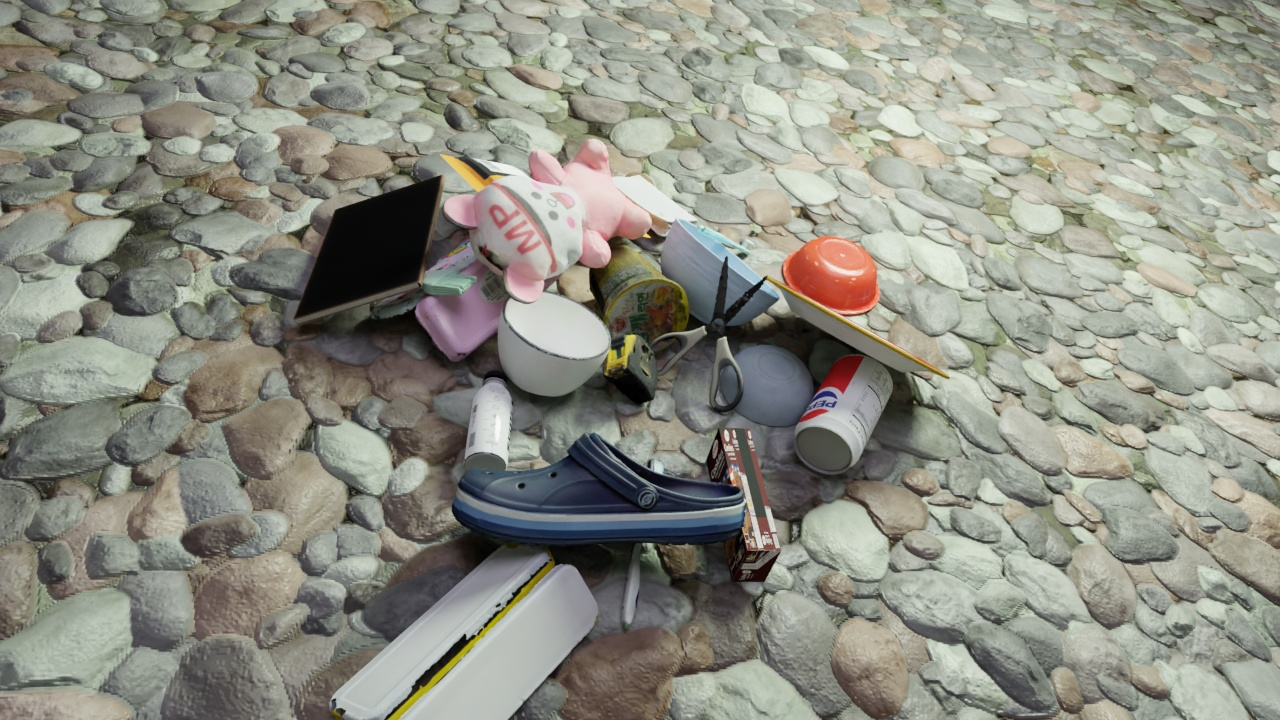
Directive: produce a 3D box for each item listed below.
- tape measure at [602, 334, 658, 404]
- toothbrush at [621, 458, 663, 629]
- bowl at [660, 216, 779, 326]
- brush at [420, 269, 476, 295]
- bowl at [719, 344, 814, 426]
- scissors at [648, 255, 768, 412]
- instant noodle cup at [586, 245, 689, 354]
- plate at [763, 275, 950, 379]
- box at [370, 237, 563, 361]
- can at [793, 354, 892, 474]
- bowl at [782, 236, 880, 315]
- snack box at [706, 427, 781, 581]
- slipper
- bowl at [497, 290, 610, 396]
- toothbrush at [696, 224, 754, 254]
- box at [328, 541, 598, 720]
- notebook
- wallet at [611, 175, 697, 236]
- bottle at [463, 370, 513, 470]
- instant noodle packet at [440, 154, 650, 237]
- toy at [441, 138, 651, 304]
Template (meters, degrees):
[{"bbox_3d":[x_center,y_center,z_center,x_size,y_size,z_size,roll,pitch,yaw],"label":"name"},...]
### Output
[{"bbox_3d":[-0.006,0.006,0.959,0.038,0.067,0.062,-20,45,25],"label":"tape measure"},{"bbox_3d":[0.003,0.162,0.839,0.017,0.016,0.188,21,43,-9],"label":"toothbrush"},{"bbox_3d":[0.079,-0.090,1.055,0.150,0.075,0.150,36,14,-11],"label":"bowl"},{"bbox_3d":[-0.261,-0.090,0.963,0.218,0.012,0.033,10,38,32],"label":"brush"},{"bbox_3d":[0.143,0.020,1.005,0.106,0.039,0.106,8,44,-8],"label":"bowl"},{"bbox_3d":[0.073,-0.022,0.975,0.169,0.157,0.012,-18,1,17],"label":"scissors"},{"bbox_3d":[-0.010,-0.072,1.023,0.102,0.102,0.108,-5,37,-21],"label":"instant noodle cup"},{"bbox_3d":[0.234,-0.031,1.019,0.230,0.021,0.229,28,9,-5],"label":"plate"},{"bbox_3d":[-0.189,-0.078,1.015,0.101,0.103,0.200,57,45,-15],"label":"box"},{"bbox_3d":[0.214,0.055,0.966,0.070,0.070,0.131,28,45,13],"label":"can"},{"bbox_3d":[0.250,-0.117,1.170,0.130,0.045,0.130,8,44,-8],"label":"bowl"},{"bbox_3d":[0.095,0.134,0.867,0.031,0.051,0.140,3,45,-13],"label":"snack box"},{"bbox_3d":[-0.033,0.108,0.795,0.252,0.095,0.105,4,6,-7],"label":"slipper"},{"bbox_3d":[-0.095,-0.013,0.940,0.116,0.066,0.116,18,32,-12],"label":"bowl"},{"bbox_3d":[0.104,-0.147,1.110,0.016,0.017,0.180,41,15,20],"label":"toothbrush"},{"bbox_3d":[-0.131,0.236,0.723,0.084,0.080,0.209,-4,26,43],"label":"box"},{"bbox_3d":[-0.288,-0.125,0.996,0.141,0.008,0.208,-16,40,10],"label":"notebook"},{"bbox_3d":[0.011,-0.201,1.199,0.116,0.032,0.086,41,34,26],"label":"wallet"},{"bbox_3d":[-0.145,0.057,0.886,0.041,0.041,0.115,7,44,-9],"label":"bottle"},{"bbox_3d":[-0.112,-0.198,1.113,0.220,0.032,0.160,1,33,-42],"label":"instant noodle packet"},{"bbox_3d":[-0.094,-0.149,0.978,0.212,0.084,0.142,-36,96,-38],"label":"toy"}]
